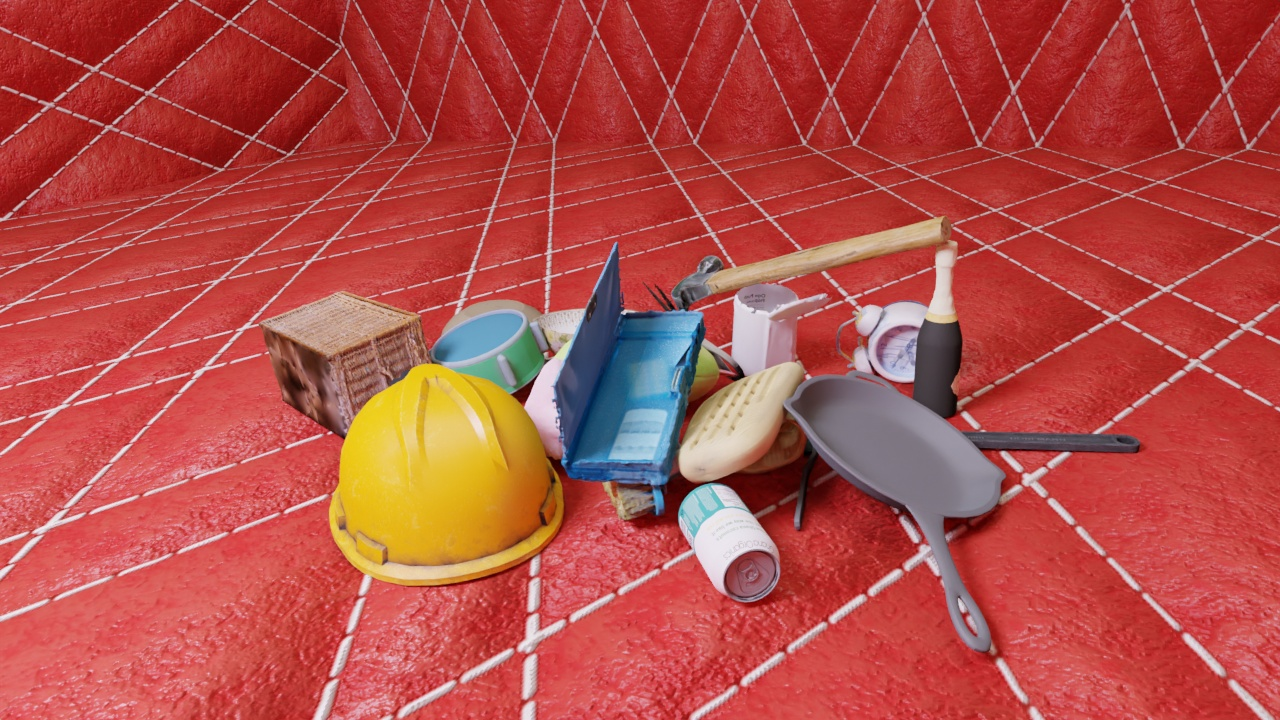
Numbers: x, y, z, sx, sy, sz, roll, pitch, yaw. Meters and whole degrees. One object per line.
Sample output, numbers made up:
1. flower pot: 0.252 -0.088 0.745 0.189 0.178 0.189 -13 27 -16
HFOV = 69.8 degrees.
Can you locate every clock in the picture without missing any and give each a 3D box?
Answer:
1. clock: -0.194 -0.001 1.083 0.162 0.075 0.121 -2 33 31
2. clock: 0.289 -0.021 1.055 0.125 0.089 0.051 3 29 13

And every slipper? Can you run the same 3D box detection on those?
1. slipper: 0.100 0.072 0.852 0.111 0.079 0.260 -21 6 20

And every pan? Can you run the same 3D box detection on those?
1. pan: 0.223 0.109 0.760 0.216 0.024 0.353 18 28 -9

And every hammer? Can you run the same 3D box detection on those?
1. hammer: 0.172 -0.104 0.999 0.331 0.033 0.131 -10 24 40

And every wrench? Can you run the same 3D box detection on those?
1. wrench: 0.341 0.078 0.893 0.273 0.018 0.073 1 22 6

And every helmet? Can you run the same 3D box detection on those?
1. helmet: -0.177 0.074 0.812 0.205 0.131 0.255 -10 23 -20

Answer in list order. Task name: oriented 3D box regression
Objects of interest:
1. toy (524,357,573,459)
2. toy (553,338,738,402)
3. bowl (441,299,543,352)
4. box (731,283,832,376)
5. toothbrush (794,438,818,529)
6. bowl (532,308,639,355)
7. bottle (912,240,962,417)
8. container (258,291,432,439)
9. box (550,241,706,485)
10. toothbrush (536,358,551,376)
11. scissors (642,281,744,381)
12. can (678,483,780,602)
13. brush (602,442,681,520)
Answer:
1. toy: -0.087 0.058 0.905 0.052 0.099 0.096 11 24 -29
2. toy: -0.006 0.006 0.997 0.150 0.107 0.196 7 21 39
3. bowl: -0.193 -0.045 1.229 0.152 0.050 0.152 -3 21 1
4. box: 0.158 -0.037 1.046 0.084 0.147 0.136 -12 32 -15
5. toothbrush: 0.152 0.108 0.842 0.013 0.013 0.167 -5 20 17
6. bowl: -0.059 -0.021 1.121 0.145 0.063 0.145 -1 16 0
7. bottle: 0.309 -0.033 0.945 0.045 0.185 0.045 -2 21 1
8. container: -0.329 0.003 1.036 0.112 0.114 0.199 -26 29 -37
9. box: -0.004 -0.006 0.821 0.094 0.112 0.230 2 37 14
10. toothbrush: -0.191 0.002 1.147 0.186 0.024 0.022 5 -13 21
11. scissors: 0.052 -0.029 1.051 0.012 0.165 0.150 -54 0 -17
12. can: 0.068 0.140 0.712 0.055 0.055 0.101 -8 22 -13
13. brush: 0.004 0.097 0.830 0.075 0.055 0.136 -14 25 -11
